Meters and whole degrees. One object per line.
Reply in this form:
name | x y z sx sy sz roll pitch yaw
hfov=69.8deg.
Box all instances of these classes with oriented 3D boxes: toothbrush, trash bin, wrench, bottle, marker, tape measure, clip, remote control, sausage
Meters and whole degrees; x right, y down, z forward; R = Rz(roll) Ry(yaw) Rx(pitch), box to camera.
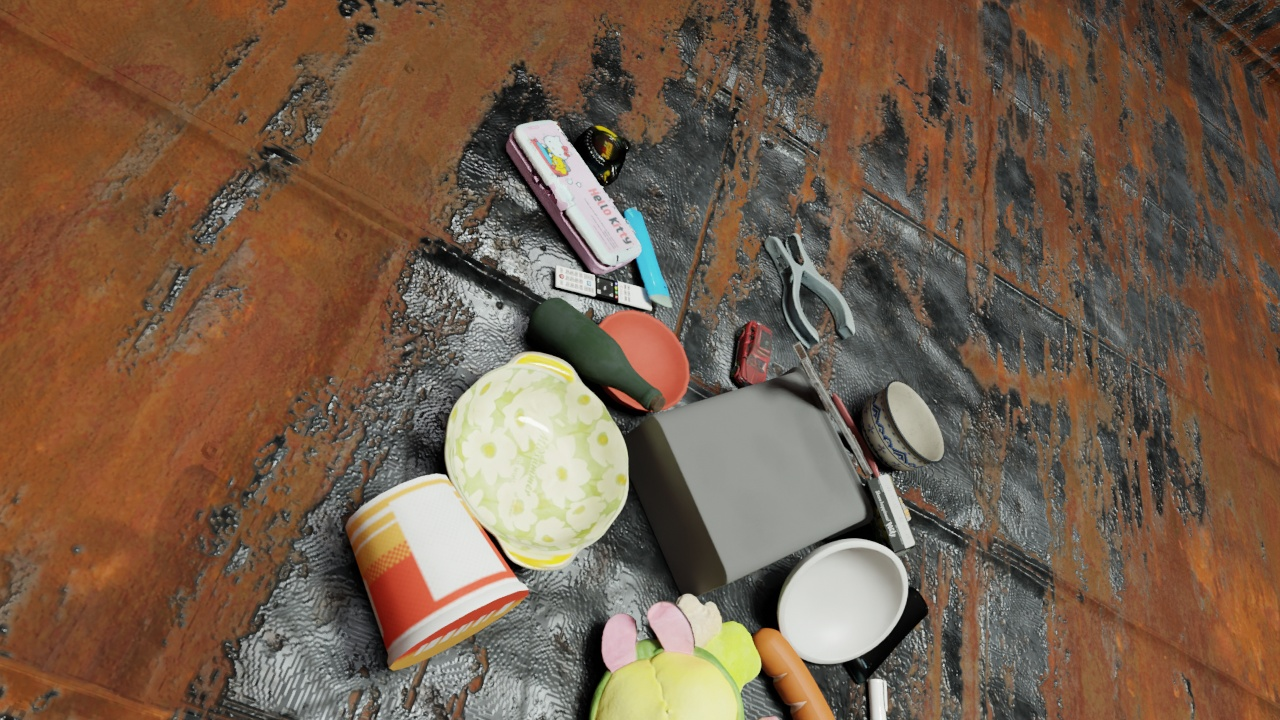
toothbrush | 0.289 0.122 1.160 0.015 0.015 0.184 -17 74 -41
trash bin | 0.115 0.128 0.991 0.219 0.098 0.191 -14 74 -36
wrench | 0.221 0.059 1.046 0.273 0.010 0.070 49 18 -50
bottle | -0.041 0.000 0.934 0.055 0.055 0.174 -25 49 -39
marker | 0.257 0.409 0.978 0.017 0.020 0.133 35 48 -41
tape measure | -0.052 -0.254 1.129 0.062 0.038 0.067 32 55 -25
clip | 0.201 -0.087 1.207 0.142 0.029 0.172 -25 80 -41
remote control | -0.043 -0.081 1.056 0.124 0.012 0.028 12 59 -27
sausage | 0.165 0.349 0.938 0.044 0.039 0.164 -26 80 -20
remote control | 0.283 0.311 1.049 0.151 0.020 0.041 -28 83 -40

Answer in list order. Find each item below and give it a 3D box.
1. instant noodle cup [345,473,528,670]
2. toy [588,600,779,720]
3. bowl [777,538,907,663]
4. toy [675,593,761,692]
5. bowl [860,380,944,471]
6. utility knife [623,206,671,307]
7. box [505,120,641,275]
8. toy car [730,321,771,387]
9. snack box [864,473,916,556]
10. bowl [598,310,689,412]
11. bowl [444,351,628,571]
instant noodle cup | -0.177 0.171 0.768 0.123 0.124 0.121 -18 69 -38
toy | 0.029 0.339 0.821 0.190 0.088 0.238 -13 71 -7
bowl | 0.210 0.250 0.984 0.149 0.150 0.043 22 12 -22
toy | 0.068 0.284 0.905 0.115 0.046 0.091 52 52 -5
bowl | 0.325 0.089 1.163 0.115 0.059 0.115 29 42 -30
utility knife | 0.006 -0.127 1.104 0.031 0.015 0.158 3 56 -29
box | -0.074 -0.195 1.074 0.086 0.045 0.202 -29 81 -42
toy car | 0.138 -0.005 1.119 0.042 0.036 0.091 26 59 -20
snack box | 0.280 0.182 1.047 0.025 0.147 0.080 -19 72 5
bowl | -0.006 0.006 1.017 0.122 0.035 0.121 15 58 -26
bowl | -0.107 0.100 0.885 0.188 0.060 0.219 15 59 -27
